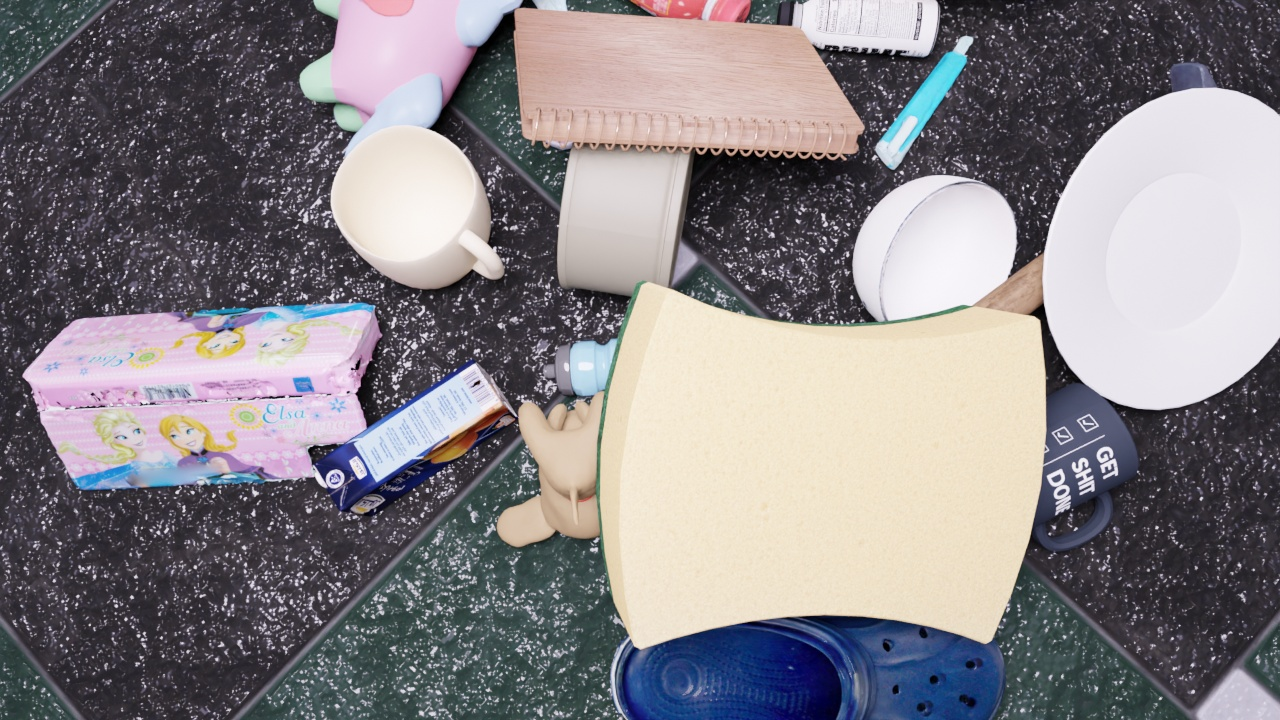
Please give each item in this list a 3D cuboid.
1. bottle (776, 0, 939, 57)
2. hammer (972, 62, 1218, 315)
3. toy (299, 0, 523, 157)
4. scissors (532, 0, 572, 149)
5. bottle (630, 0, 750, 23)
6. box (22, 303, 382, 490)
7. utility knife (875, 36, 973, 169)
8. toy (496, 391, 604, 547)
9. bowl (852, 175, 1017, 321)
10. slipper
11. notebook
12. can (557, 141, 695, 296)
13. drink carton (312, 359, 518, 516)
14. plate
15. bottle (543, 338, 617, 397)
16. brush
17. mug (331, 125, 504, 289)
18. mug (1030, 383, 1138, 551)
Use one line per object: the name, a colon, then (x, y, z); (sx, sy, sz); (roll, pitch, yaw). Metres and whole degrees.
bottle: (0.160, -0.252, 0.687); (0.116, 0.041, 0.041); (6, 80, 4)
hammer: (0.276, -0.062, 0.614); (0.321, 0.040, 0.129); (-36, 113, -3)
toy: (-0.151, -0.248, 0.664); (0.171, 0.120, 0.221); (-5, 70, 19)
scissors: (-0.071, -0.242, 0.712); (0.105, 0.016, 0.179); (-32, 80, -3)
bottle: (0.019, -0.293, 0.693); (0.137, 0.062, 0.062); (35, 83, 8)
box: (-0.304, 0.026, 0.668); (0.230, 0.106, 0.086); (-3, 36, 2)
utility knife: (0.217, -0.196, 0.687); (0.022, 0.015, 0.124); (38, 81, -4)
toy: (-0.041, 0.073, 0.610); (0.134, 0.108, 0.105); (-9, 63, 2)
bowl: (0.192, -0.073, 0.629); (0.113, 0.063, 0.113); (-11, 117, -22)
slipper: (0.107, 0.210, 0.574); (0.253, 0.095, 0.105); (1, 80, 1)
notebook: (0.025, -0.184, 0.605); (0.210, 0.022, 0.168); (0, 42, -10)
can: (-0.007, -0.106, 0.626); (0.073, 0.128, 0.127); (10, 80, 3)
drink carton: (-0.154, 0.056, 0.636); (0.130, 0.064, 0.040); (-34, 77, -4)
plate: (0.353, -0.070, 0.603); (0.208, 0.015, 0.209); (-3, 104, -13)
bottle: (-0.004, 0.004, 0.649); (0.130, 0.040, 0.040); (-4, 79, 3)
brush: (0.103, 0.060, 0.541); (0.250, 0.075, 0.195); (3, 99, -13)
mug: (-0.145, -0.093, 0.645); (0.120, 0.100, 0.096); (34, 81, 7)
mug: (0.277, 0.078, 0.611); (0.077, 0.071, 0.105); (-26, 106, -2)
